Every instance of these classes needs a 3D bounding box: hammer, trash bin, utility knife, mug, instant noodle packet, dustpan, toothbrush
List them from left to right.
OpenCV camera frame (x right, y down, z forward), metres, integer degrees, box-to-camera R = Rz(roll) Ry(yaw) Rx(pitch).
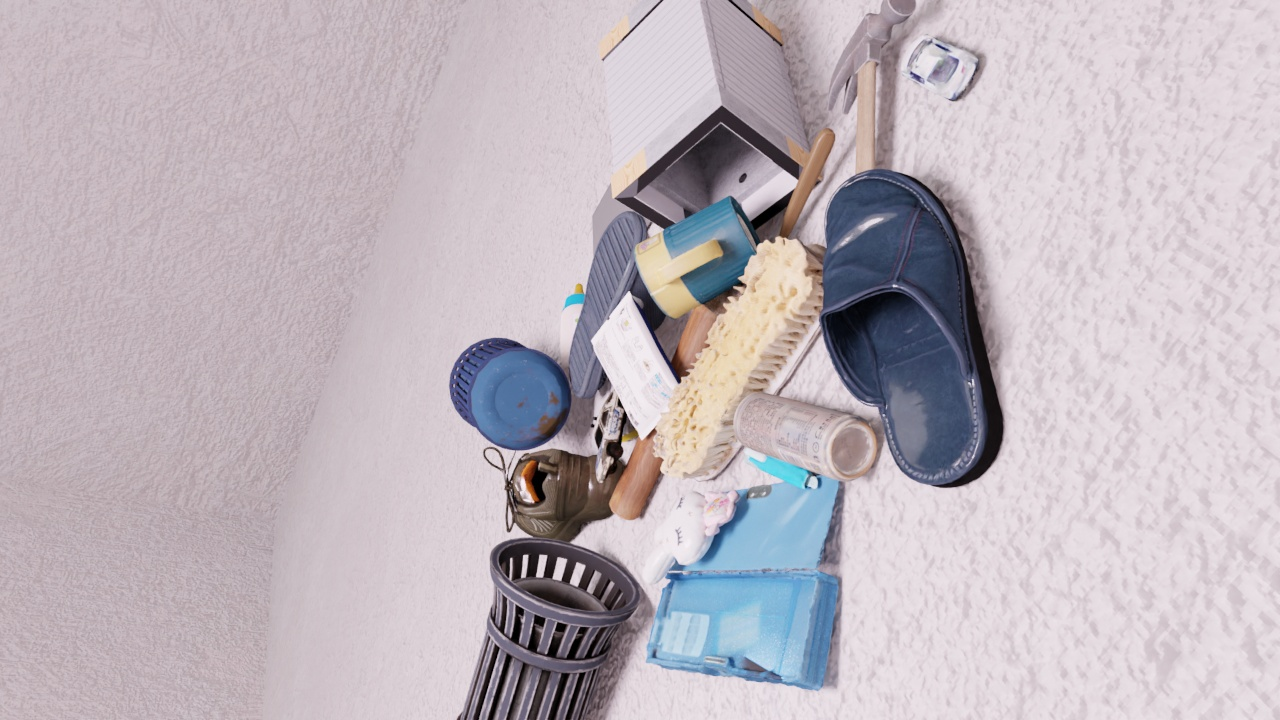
[{"bbox_3d":[-0.177,0.042,1.229,0.250,0.139,0.139,-169,95,-74],"label":"trash bin"},{"bbox_3d":[-0.110,0.331,0.984,0.164,0.164,0.227,38,113,62],"label":"trash bin"},{"bbox_3d":[-0.013,-0.187,1.210,0.164,0.033,0.257,-57,22,31],"label":"dustpan"},{"bbox_3d":[-0.006,0.006,0.977,0.087,0.026,0.134,-50,57,39],"label":"instant noodle packet"},{"bbox_3d":[0.033,0.037,0.995,0.301,0.037,0.158,-68,28,13],"label":"hammer"},{"bbox_3d":[0.056,-0.095,0.867,0.107,0.083,0.113,-25,3,17],"label":"mug"},{"bbox_3d":[0.064,-0.262,0.946,0.143,0.142,0.246,-35,45,34],"label":"trash bin"},{"bbox_3d":[0.122,0.095,0.807,0.022,0.015,0.117,-63,23,-1],"label":"utility knife"},{"bbox_3d":[0.146,-0.143,0.871,0.016,0.016,0.167,-101,26,-52],"label":"toothbrush"},{"bbox_3d":[0.195,-0.142,0.785,0.119,0.030,0.330,139,136,-71],"label":"hammer"}]

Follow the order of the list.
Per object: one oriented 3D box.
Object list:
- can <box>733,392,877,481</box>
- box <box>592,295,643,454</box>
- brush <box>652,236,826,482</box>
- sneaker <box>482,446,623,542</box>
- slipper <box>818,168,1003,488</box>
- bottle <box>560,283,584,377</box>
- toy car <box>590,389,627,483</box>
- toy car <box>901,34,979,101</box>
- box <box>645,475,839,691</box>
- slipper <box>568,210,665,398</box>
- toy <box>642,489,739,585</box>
[{"bbox_3d":[0.135,0.062,0.767,0.136,0.054,0.054,14,88,64],"label":"can"},{"bbox_3d":[-0.026,0.009,1.140,0.130,0.034,0.209,-38,44,54],"label":"box"},{"bbox_3d":[0.095,0.006,0.862,0.272,0.056,0.083,-60,44,28],"label":"brush"},{"bbox_3d":[-0.135,0.167,1.129,0.239,0.142,0.101,-33,48,53],"label":"sneaker"},{"bbox_3d":[0.179,-0.039,0.674,0.109,0.083,0.265,-36,52,43],"label":"slipper"},{"bbox_3d":[-0.083,-0.045,1.244,0.051,0.051,0.146,-43,41,46],"label":"bottle"},{"bbox_3d":[-0.037,0.082,1.025,0.049,0.040,0.112,109,173,-53],"label":"toy car"},{"bbox_3d":[0.242,-0.243,0.755,0.039,0.027,0.089,-65,28,23],"label":"toy car"},{"bbox_3d":[0.090,0.192,0.811,0.232,0.033,0.174,-21,50,58],"label":"box"},{"bbox_3d":[-0.019,-0.060,1.073,0.101,0.082,0.264,-111,31,-41],"label":"slipper"},{"bbox_3d":[0.045,0.159,0.864,0.126,0.037,0.075,-43,22,38],"label":"toy"}]
